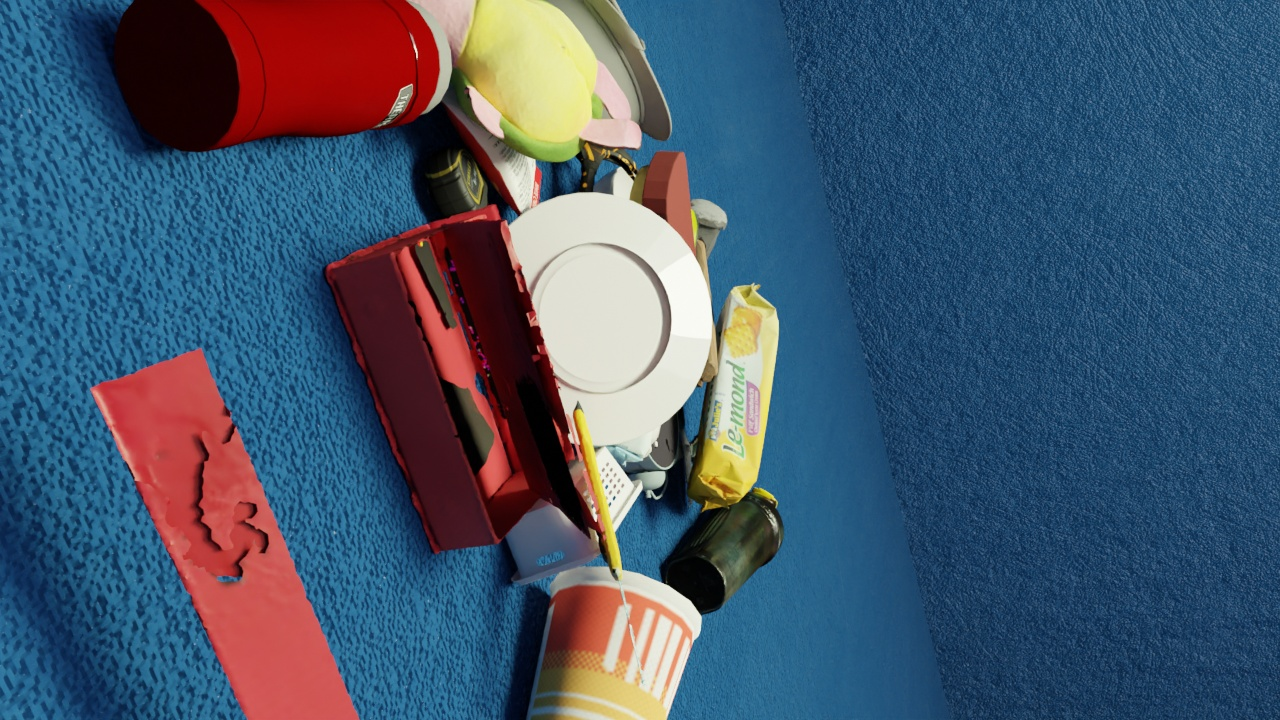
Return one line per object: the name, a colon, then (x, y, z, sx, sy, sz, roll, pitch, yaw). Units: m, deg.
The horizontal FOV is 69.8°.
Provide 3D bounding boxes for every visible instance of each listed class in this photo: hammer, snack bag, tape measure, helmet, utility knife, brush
hammer: (-0.058, -0.086, 0.852, 0.123, 0.036, 0.319, 19, 60, -25)
snack bag: (0.104, 0.053, 1.030, 0.160, 0.068, 0.247, 102, -1, -75)
tape measure: (-0.142, -0.132, 0.703, 0.061, 0.034, 0.061, 63, 14, -44)
hammer: (0.069, -0.081, 1.060, 0.327, 0.052, 0.098, -90, -160, -56)
helmet: (-0.085, -0.273, 0.818, 0.183, 0.117, 0.271, 46, -6, 48)
utility knife: (-0.023, 0.126, 0.667, 0.030, 0.019, 0.224, 76, -5, -56)
snack bag: (-0.120, -0.188, 0.765, 0.144, 0.039, 0.130, 57, 17, -33)
brush: (0.022, -0.126, 0.914, 0.174, 0.042, 0.082, 80, 22, -48)

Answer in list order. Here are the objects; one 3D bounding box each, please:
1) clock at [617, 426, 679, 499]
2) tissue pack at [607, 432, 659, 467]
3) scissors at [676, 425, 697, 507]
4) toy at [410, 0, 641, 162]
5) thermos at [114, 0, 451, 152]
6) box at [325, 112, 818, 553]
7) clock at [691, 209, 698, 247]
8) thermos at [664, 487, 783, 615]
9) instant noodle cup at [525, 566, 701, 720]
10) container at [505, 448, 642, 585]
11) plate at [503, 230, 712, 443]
clock: (0.002, 0.067, 0.952, 0.122, 0.045, 0.159, -47, 124, -65)
tissue pack: (-0.005, 0.005, 0.833, 0.112, 0.070, 0.181, 72, 32, -82)
scissors: (0.065, 0.086, 1.146, 0.204, 0.015, 0.201, 30, 53, -63)
toy: (-0.099, -0.225, 0.688, 0.238, 0.088, 0.189, 22, 59, -31)
thermos: (-0.198, -0.180, 0.527, 0.108, 0.084, 0.198, 57, 27, -6)
box: (-0.007, -0.050, 0.740, 0.477, 0.171, 0.214, -24, 106, -29)
clock: (0.030, -0.128, 1.064, 0.083, 0.057, 0.119, 133, -38, -59)
thermos: (0.101, 0.219, 1.064, 0.220, 0.098, 0.098, -21, 99, -64)
instant noodle cup: (-0.027, 0.243, 0.699, 0.123, 0.124, 0.120, 60, 35, -40)
container: (-0.058, 0.118, 0.734, 0.049, 0.081, 0.129, 62, 24, -10)
plate: (-0.033, -0.034, 0.750, 0.015, 0.208, 0.208, 175, -99, -68)
